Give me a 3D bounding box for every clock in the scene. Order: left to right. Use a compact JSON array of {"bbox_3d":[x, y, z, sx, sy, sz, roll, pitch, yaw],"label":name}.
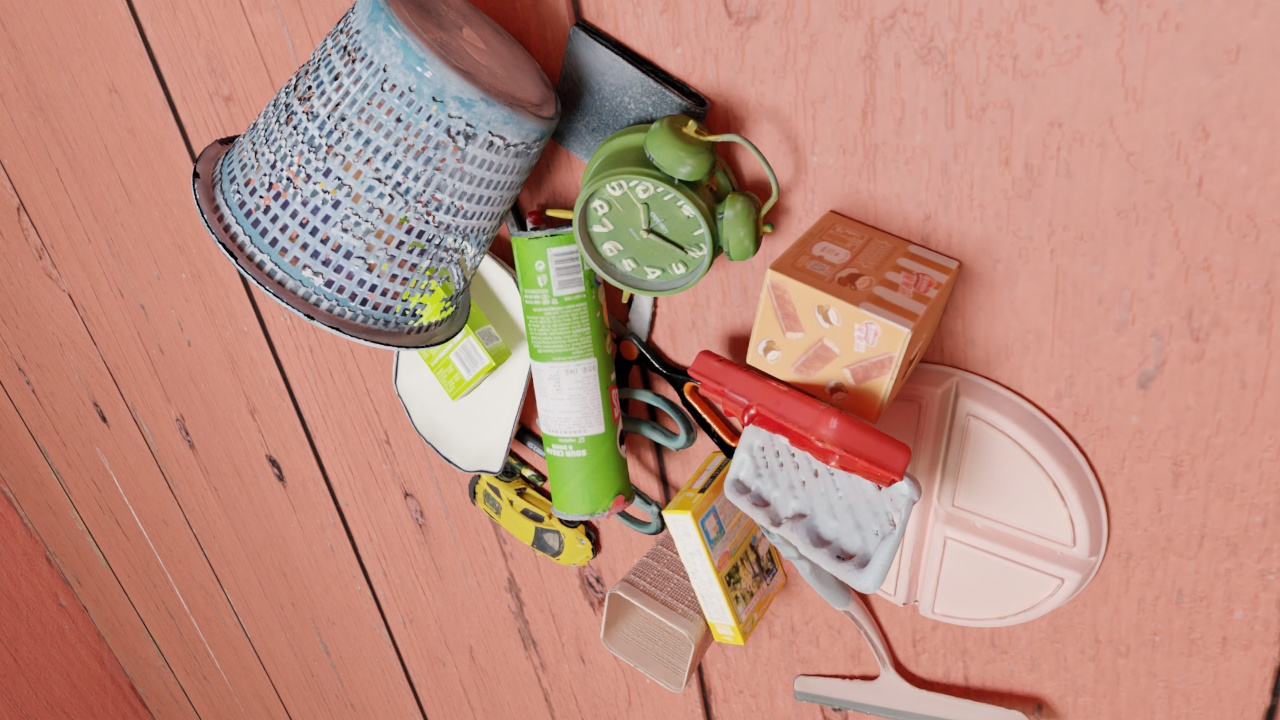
[{"bbox_3d":[0.021,-0.105,0.632,0.162,0.056,0.116,-23,121,37],"label":"clock"}]

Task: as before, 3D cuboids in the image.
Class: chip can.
[{"bbox_3d":[-0.053,0.008,0.740,0.072,0.072,0.236,3,108,37],"label":"chip can"}]

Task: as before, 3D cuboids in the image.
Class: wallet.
[{"bbox_3d":[-0.013,-0.172,0.659,0.121,0.019,0.097,37,137,14],"label":"wallet"}]

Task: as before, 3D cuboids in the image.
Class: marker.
[{"bbox_3d":[-0.102,-0.107,0.780,0.018,0.015,0.124,-3,115,42],"label":"marker"},{"bbox_3d":[-0.114,0.080,0.922,0.124,0.015,0.018,33,134,17],"label":"marker"},{"bbox_3d":[-0.079,-0.056,0.779,0.017,0.017,0.145,11,120,33],"label":"marker"}]

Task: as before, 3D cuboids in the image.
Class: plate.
[{"bbox_3d":[-0.163,-0.004,0.875,0.162,0.034,0.266,35,132,19],"label":"plate"},{"bbox_3d":[0.213,0.107,0.671,0.230,0.028,0.230,22,132,26],"label":"plate"}]

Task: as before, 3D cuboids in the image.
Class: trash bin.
[{"bbox_3d":[-0.169,-0.152,0.662,0.226,0.226,0.195,46,116,2],"label":"trash bin"}]

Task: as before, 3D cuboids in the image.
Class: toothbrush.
[{"bbox_3d":[-0.172,0.072,0.967,0.186,0.012,0.017,36,125,13],"label":"toothbrush"}]

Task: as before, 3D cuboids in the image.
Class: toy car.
[{"bbox_3d":[-0.113,0.165,0.966,0.156,0.041,0.071,32,135,15],"label":"toy car"}]

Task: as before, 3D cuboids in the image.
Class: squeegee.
[{"bbox_3d":[0.168,0.207,0.762,0.248,0.040,0.249,-12,121,51],"label":"squeegee"}]

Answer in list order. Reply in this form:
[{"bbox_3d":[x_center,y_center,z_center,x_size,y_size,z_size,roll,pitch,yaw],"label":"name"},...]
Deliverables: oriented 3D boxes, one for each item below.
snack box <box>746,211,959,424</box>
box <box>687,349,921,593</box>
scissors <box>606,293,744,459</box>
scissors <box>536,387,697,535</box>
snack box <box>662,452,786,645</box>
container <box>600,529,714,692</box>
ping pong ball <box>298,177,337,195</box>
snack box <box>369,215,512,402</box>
[{"bbox_3d":[0.135,-0.030,0.587,0.094,0.092,0.077,27,133,21],"label":"snack box"},{"bbox_3d":[0.094,0.070,0.628,0.102,0.100,0.201,25,-179,-24],"label":"box"},{"bbox_3d":[-0.001,0.006,0.778,0.234,0.021,0.222,42,132,8],"label":"scissors"},{"bbox_3d":[-0.018,0.090,0.812,0.170,0.019,0.181,3,118,33],"label":"scissors"},{"bbox_3d":[0.074,0.158,0.776,0.034,0.086,0.140,-7,116,40],"label":"snack box"},{"bbox_3d":[0.033,0.218,0.834,0.090,0.110,0.090,27,133,22],"label":"container"},{"bbox_3d":[-0.306,-0.171,0.877,0.040,0.040,0.040,21,131,26],"label":"ping pong ball"},{"bbox_3d":[-0.187,-0.045,0.827,0.156,0.026,0.086,53,134,2],"label":"snack box"}]
